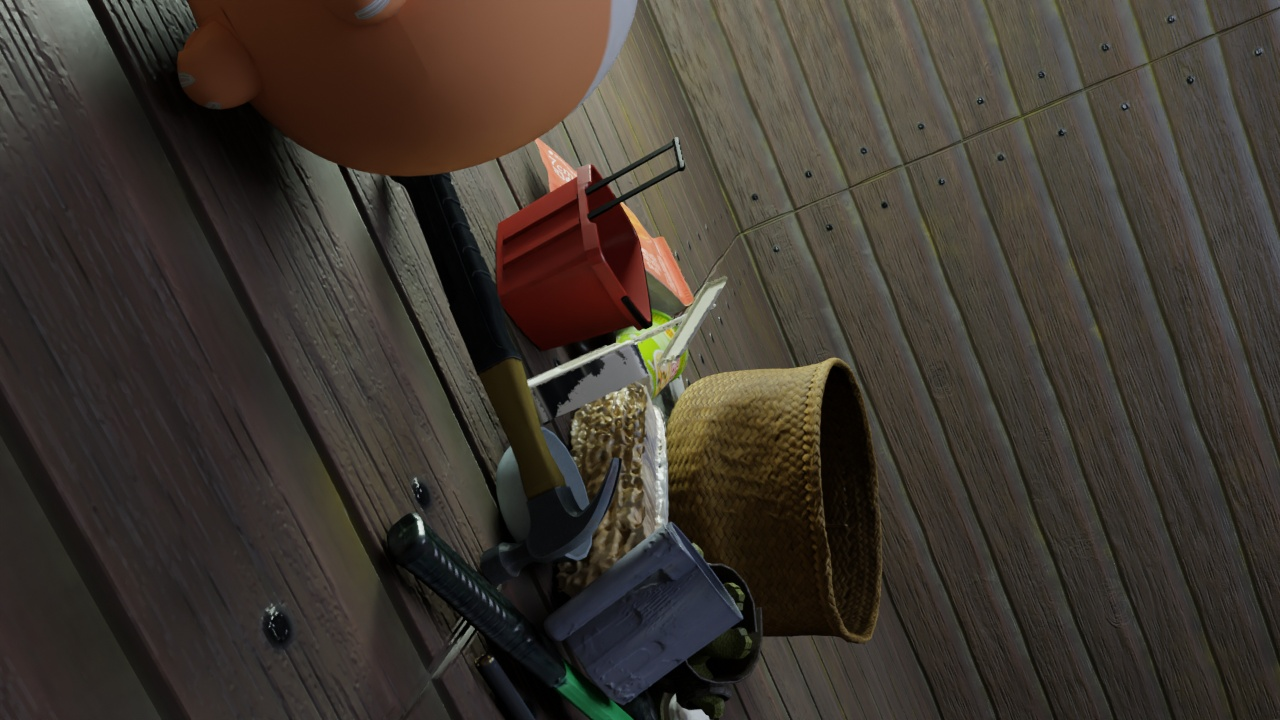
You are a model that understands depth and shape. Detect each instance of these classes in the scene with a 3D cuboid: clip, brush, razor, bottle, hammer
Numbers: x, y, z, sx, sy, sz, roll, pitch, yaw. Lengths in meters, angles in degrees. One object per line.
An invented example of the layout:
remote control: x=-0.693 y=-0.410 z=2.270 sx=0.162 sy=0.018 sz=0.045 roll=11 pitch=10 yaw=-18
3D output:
clip: x=0.024 y=0.057 z=1.133 sx=0.152 sy=0.096 sz=0.126 roll=83 pitch=-2 yaw=-58
brush: x=-0.021 y=0.114 z=0.806 sx=0.270 sy=0.083 sz=0.057 roll=-88 pitch=153 yaw=-55
razor: x=-0.067 y=0.246 z=0.596 sx=0.042 sy=0.022 sz=0.144 roll=-39 pitch=108 yaw=-31
bottle: x=-0.050 y=-0.057 z=1.019 sx=0.184 sy=0.045 sz=0.045 roll=-94 pitch=158 yaw=-67
hammer: x=-0.111 y=-0.018 z=0.659 sx=0.332 sy=0.118 sz=0.025 roll=67 pitch=15 yaw=15
hammer: x=-0.057 y=0.207 z=0.613 sx=0.319 sy=0.032 sz=0.130 roll=53 pitch=0 yaw=-33

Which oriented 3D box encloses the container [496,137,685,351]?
container: x=-0.028 y=-0.108 z=0.855 sx=0.127 sy=0.201 sz=0.147 roll=52 pitch=22 yaw=-45

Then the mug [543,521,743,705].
mug: x=-0.001 y=0.169 z=0.632 sx=0.084 sy=0.104 sz=0.124 roll=53 pitch=0 yaw=35

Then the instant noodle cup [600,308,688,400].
instant noodle cup: x=-0.006 y=0.006 z=1.004 sx=0.099 sy=0.099 sz=0.107 roll=64 pitch=23 yaw=-15

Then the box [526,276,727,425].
box: x=-0.017 y=-0.007 z=0.739 sx=0.050 sy=0.183 sz=0.143 roll=65 pitch=-11 yaw=-4

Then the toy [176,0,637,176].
toy: x=-0.141 y=-0.240 z=0.548 sx=0.266 sy=0.263 sz=0.279 roll=58 pitch=36 yaw=-26

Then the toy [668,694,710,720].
toy: x=0.050 y=0.340 z=0.839 sx=0.079 sy=0.038 sz=0.122 roll=50 pitch=21 yaw=-18

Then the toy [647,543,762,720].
toy: x=0.040 y=0.226 z=0.763 sx=0.078 sy=0.153 sz=0.179 roll=3 pitch=66 yaw=-25

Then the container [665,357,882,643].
container: x=0.145 y=0.157 z=1.011 sx=0.306 sy=0.197 sz=0.306 roll=18 pitch=70 yaw=-63

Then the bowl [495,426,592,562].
bowl: x=-0.078 y=0.107 z=0.702 sx=0.106 sy=0.039 sz=0.106 roll=59 pitch=18 yaw=-33

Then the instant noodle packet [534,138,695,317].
instant noodle packet: x=-0.043 y=-0.155 z=1.066 sx=0.221 sy=0.084 sz=0.164 roll=47 pitch=15 yaw=-37
